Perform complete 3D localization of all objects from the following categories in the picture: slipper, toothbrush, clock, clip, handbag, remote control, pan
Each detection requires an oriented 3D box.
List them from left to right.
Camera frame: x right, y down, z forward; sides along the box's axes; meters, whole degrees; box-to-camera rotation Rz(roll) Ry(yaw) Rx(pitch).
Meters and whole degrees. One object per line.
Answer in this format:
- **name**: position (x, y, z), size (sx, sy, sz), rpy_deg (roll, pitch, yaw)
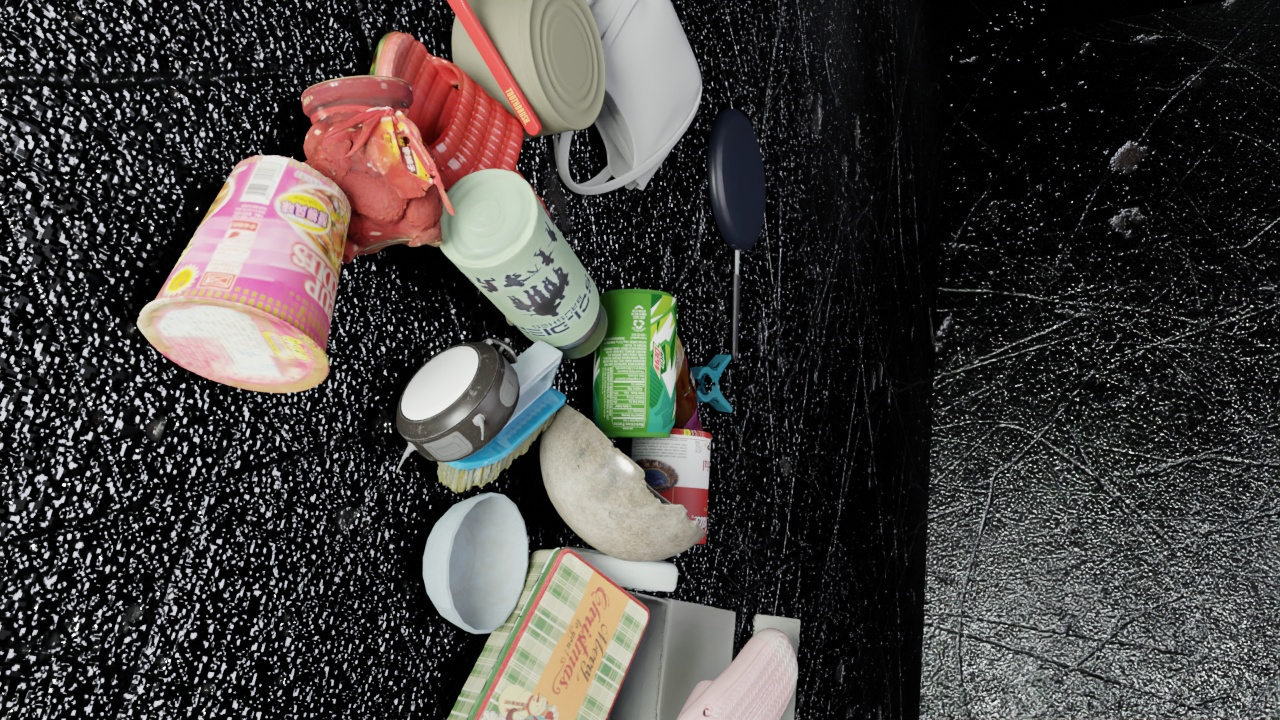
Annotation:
- **clock**: position (-0.133, 0.023, 0.663), size (0.044, 0.091, 0.122), rpy_deg (52, 26, -36)
- **toothbrush**: position (-0.137, -0.263, 0.692), size (0.212, 0.012, 0.017), rpy_deg (58, 36, -18)
- **slipper**: position (-0.123, -0.153, 0.728), size (0.249, 0.059, 0.103), rpy_deg (51, 44, -52)
- **handbag**: position (-0.035, -0.268, 0.918), size (0.222, 0.096, 0.216), rpy_deg (-61, 141, -25)
- **remote control**: position (-0.020, 0.195, 0.851), size (0.114, 0.060, 0.028), rpy_deg (14, 80, -25)
- **clip**: position (0.087, 0.020, 1.170), size (0.119, 0.027, 0.102), rpy_deg (-5, 90, -63)
- **slipper**: position (0.081, 0.349, 0.890), size (0.221, 0.056, 0.107), rpy_deg (-42, 114, -34)
- **pan**: position (0.139, -0.176, 1.290), size (0.198, 0.021, 0.356), rpy_deg (12, 79, -63)

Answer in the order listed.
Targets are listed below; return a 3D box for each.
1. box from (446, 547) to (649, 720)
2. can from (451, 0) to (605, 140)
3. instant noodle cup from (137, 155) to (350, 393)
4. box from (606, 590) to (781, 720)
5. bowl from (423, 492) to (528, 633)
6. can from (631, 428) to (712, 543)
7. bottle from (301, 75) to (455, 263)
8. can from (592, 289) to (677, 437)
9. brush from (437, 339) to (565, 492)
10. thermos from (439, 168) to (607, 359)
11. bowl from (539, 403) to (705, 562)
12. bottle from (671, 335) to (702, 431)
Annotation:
- **box**: position (-0.078, 0.264, 0.737), size (0.117, 0.051, 0.205), rpy_deg (45, 55, -26)
- **can**: position (-0.091, -0.253, 0.777), size (0.127, 0.073, 0.127), rpy_deg (6, 84, -63)
- **instant noodle cup**: position (-0.211, -0.052, 0.518), size (0.098, 0.098, 0.108), rpy_deg (51, 38, -50)
- **box**: position (0.023, 0.331, 0.946), size (0.368, 0.099, 0.165), rpy_deg (29, 63, -52)
- **bowl**: position (-0.132, 0.155, 0.712), size (0.106, 0.039, 0.106), rpy_deg (6, 83, -63)
- **can**: position (0.030, 0.134, 0.982), size (0.086, 0.087, 0.116), rpy_deg (20, 71, -61)
- **bottle**: position (-0.171, -0.121, 0.590), size (0.098, 0.099, 0.111), rpy_deg (-15, 97, -62)
- **can**: position (-0.005, 0.005, 0.922), size (0.083, 0.083, 0.144), rpy_deg (11, 79, -63)
- **brush**: position (-0.110, 0.042, 0.719), size (0.135, 0.055, 0.075), rpy_deg (-46, 161, -55)
- **thermos**: position (-0.087, -0.063, 0.734), size (0.231, 0.082, 0.082), rpy_deg (55, 40, -70)
- **bowl**: position (-0.032, 0.120, 0.815), size (0.081, 0.178, 0.178), rpy_deg (-46, 140, -6)
- **bottle**: position (0.037, 0.043, 1.030), size (0.059, 0.060, 0.166), rpy_deg (-63, 141, -43)
